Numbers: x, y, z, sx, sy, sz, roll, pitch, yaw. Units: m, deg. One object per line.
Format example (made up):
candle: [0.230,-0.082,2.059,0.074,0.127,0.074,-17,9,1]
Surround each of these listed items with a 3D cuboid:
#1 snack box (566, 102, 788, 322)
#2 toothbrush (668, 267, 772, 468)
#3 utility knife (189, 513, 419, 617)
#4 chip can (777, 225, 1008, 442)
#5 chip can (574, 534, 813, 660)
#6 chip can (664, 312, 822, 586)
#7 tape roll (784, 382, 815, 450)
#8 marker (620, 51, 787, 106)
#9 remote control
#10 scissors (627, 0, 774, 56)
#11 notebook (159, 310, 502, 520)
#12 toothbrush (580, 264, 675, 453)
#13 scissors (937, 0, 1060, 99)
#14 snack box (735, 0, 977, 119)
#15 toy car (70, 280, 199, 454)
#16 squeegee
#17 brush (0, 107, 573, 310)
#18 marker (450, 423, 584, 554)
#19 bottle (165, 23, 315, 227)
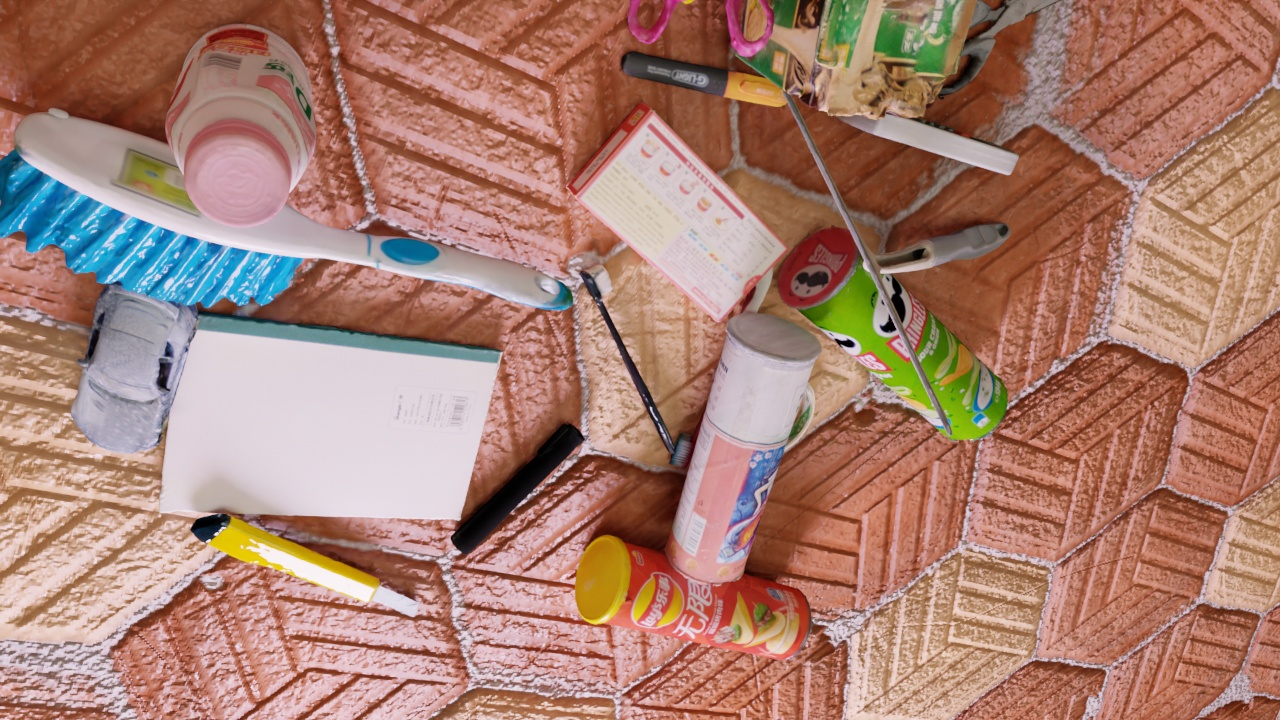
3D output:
snack box: [0.030,-0.099,0.646,0.077,0.027,0.155,-47,123,8]
toothbrush: [0.062,0.006,0.726,0.017,0.016,0.188,15,112,-17]
utility knife: [-0.241,0.156,0.685,0.033,0.015,0.197,-34,131,22]
chip can: [0.210,-0.015,0.738,0.236,0.072,0.072,34,101,-33]
chip can: [0.050,0.211,0.799,0.216,0.073,0.073,23,107,-30]
chip can: [0.075,0.074,0.716,0.071,0.071,0.215,1,120,-22]
tape roll: [0.104,0.043,0.763,0.085,0.014,0.086,-9,120,-16]
marker: [0.045,-0.187,0.612,0.123,0.015,0.018,4,111,-22]
remote control: [0.207,-0.163,0.664,0.135,0.056,0.019,9,113,-25]
scissors: [0.048,-0.242,0.550,0.134,0.124,0.017,-55,167,22]
notebook: [-0.213,0.046,0.640,0.209,0.012,0.151,7,114,-25]
toothbrush: [-0.004,0.004,0.696,0.018,0.015,0.181,-32,123,-14]
scissors: [0.270,-0.260,0.662,0.140,0.014,0.174,25,106,-32]
snack box: [0.124,-0.219,0.565,0.118,0.105,0.118,-7,120,-33]
toy car: [-0.310,0.005,0.558,0.054,0.036,0.121,21,112,-14]
squeegee: [0.212,-0.081,0.680,0.245,0.246,0.039,-16,169,-46]
brush: [-0.196,-0.063,0.538,0.314,0.060,0.110,21,140,-34]
marker: [-0.096,0.099,0.711,0.132,0.020,0.022,-44,135,5]
bottle: [-0.193,-0.115,0.447,0.068,0.197,0.068,-10,121,-17]
